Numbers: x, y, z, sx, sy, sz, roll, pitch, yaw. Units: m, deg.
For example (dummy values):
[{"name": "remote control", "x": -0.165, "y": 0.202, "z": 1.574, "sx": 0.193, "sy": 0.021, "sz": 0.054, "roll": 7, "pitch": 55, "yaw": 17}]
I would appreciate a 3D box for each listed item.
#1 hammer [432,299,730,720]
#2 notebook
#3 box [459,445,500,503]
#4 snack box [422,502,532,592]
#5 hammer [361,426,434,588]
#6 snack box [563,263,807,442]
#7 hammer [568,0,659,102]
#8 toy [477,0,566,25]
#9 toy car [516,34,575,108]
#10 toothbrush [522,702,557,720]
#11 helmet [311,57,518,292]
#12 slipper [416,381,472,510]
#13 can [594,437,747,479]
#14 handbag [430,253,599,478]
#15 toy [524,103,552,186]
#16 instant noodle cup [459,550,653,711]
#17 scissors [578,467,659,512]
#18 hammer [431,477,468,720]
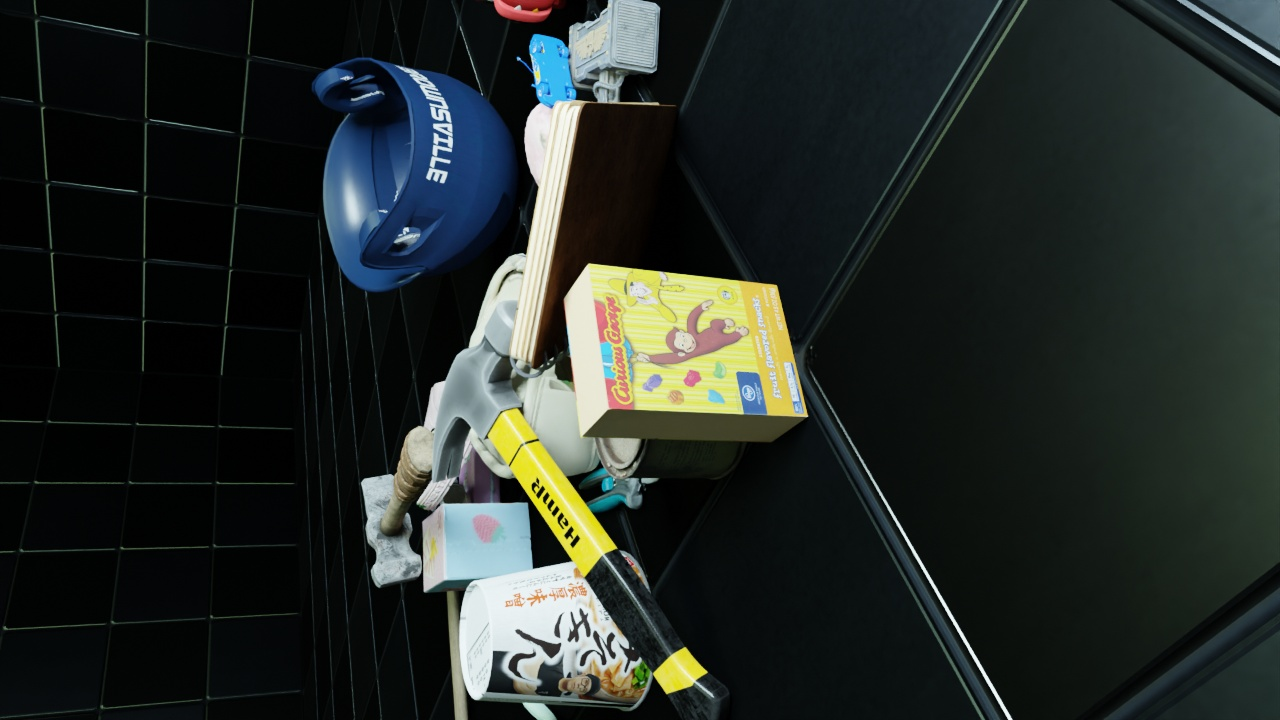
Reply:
[{"name": "hammer", "x": -0.047, "y": 0.122, "z": 0.649, "sx": 0.324, "sy": 0.034, "sz": 0.170, "roll": 51, "pitch": 126, "yaw": 23}, {"name": "notebook", "x": -0.027, "y": -0.091, "z": 0.623, "sx": 0.225, "sy": 0.024, "sz": 0.168, "roll": -43, "pitch": -32, "yaw": -68}, {"name": "box", "x": -0.190, "y": 0.092, "z": 1.081, "sx": 0.076, "sy": 0.033, "sz": 0.214, "roll": 150, "pitch": 120, "yaw": -62}, {"name": "snack box", "x": -0.172, "y": 0.195, "z": 0.958, "sx": 0.095, "sy": 0.093, "sz": 0.079, "roll": 141, "pitch": 128, "yaw": -58}, {"name": "hammer", "x": -0.227, "y": 0.130, "z": 0.874, "sx": 0.320, "sy": 0.048, "sz": 0.121, "roll": 131, "pitch": 126, "yaw": -59}, {"name": "snack box", "x": 0.025, "y": -0.002, "z": 0.536, "sx": 0.040, "sy": 0.125, "sz": 0.088, "roll": 133, "pitch": 134, "yaw": -53}, {"name": "hammer", "x": -0.031, "y": -0.128, "z": 0.776, "sx": 0.098, "sy": 0.044, "sz": 0.322, "roll": -169, "pitch": 81, "yaw": -64}, {"name": "toy", "x": -0.107, "y": -0.369, "z": 0.827, "sx": 0.198, "sy": 0.158, "sz": 0.120, "roll": 163, "pitch": 103, "yaw": -64}, {"name": "toy car", "x": -0.088, "y": -0.245, "z": 0.801, "sx": 0.062, "sy": 0.033, "sz": 0.092, "roll": -35, "pitch": 60, "yaw": 53}, {"name": "toothbrush", "x": -0.082, "y": 0.330, "z": 0.843, "sx": 0.022, "sy": 0.015, "sz": 0.155, "roll": 63, "pitch": 155, "yaw": -7}, {"name": "helmet", "x": -0.260, "y": -0.197, "z": 1.035, "sx": 0.273, "sy": 0.222, "sz": 0.232, "roll": -27, "pitch": 74, "yaw": 28}, {"name": "slipper", "x": -0.187, "y": 0.039, "z": 0.953, "sx": 0.239, "sy": 0.064, "sz": 0.094, "roll": -65, "pitch": 8, "yaw": -6}, {"name": "can", "x": 0.018, "y": 0.034, "z": 0.606, "sx": 0.090, "sy": 0.074, "sz": 0.090, "roll": -177, "pitch": 90, "yaw": -65}, {"name": "handbag", "x": -0.116, "y": 0.017, "z": 0.796, "sx": 0.229, "sy": 0.131, "sz": 0.184, "roll": -131, "pitch": 43, "yaw": -57}, {"name": "toy", "x": -0.076, "y": -0.174, "z": 0.837, "sx": 0.108, "sy": 0.053, "sz": 0.105, "roll": 90, "pitch": 172, "yaw": -72}, {"name": "instant noodle cup", "x": -0.069, "y": 0.212, "z": 0.709, "sx": 0.124, "sy": 0.121, "sz": 0.123, "roll": -177, "pitch": 90, "yaw": -64}, {"name": "scissors", "x": -0.016, "y": 0.104, "z": 0.733, "sx": 0.136, "sy": 0.019, "sz": 0.138, "roll": 42, "pitch": 123, "yaw": 56}, {"name": "hammer", "x": -0.217, "y": 0.294, "z": 1.082, "sx": 0.119, "sy": 0.030, "sz": 0.331, "roll": -170, "pitch": 74, "yaw": -69}]
